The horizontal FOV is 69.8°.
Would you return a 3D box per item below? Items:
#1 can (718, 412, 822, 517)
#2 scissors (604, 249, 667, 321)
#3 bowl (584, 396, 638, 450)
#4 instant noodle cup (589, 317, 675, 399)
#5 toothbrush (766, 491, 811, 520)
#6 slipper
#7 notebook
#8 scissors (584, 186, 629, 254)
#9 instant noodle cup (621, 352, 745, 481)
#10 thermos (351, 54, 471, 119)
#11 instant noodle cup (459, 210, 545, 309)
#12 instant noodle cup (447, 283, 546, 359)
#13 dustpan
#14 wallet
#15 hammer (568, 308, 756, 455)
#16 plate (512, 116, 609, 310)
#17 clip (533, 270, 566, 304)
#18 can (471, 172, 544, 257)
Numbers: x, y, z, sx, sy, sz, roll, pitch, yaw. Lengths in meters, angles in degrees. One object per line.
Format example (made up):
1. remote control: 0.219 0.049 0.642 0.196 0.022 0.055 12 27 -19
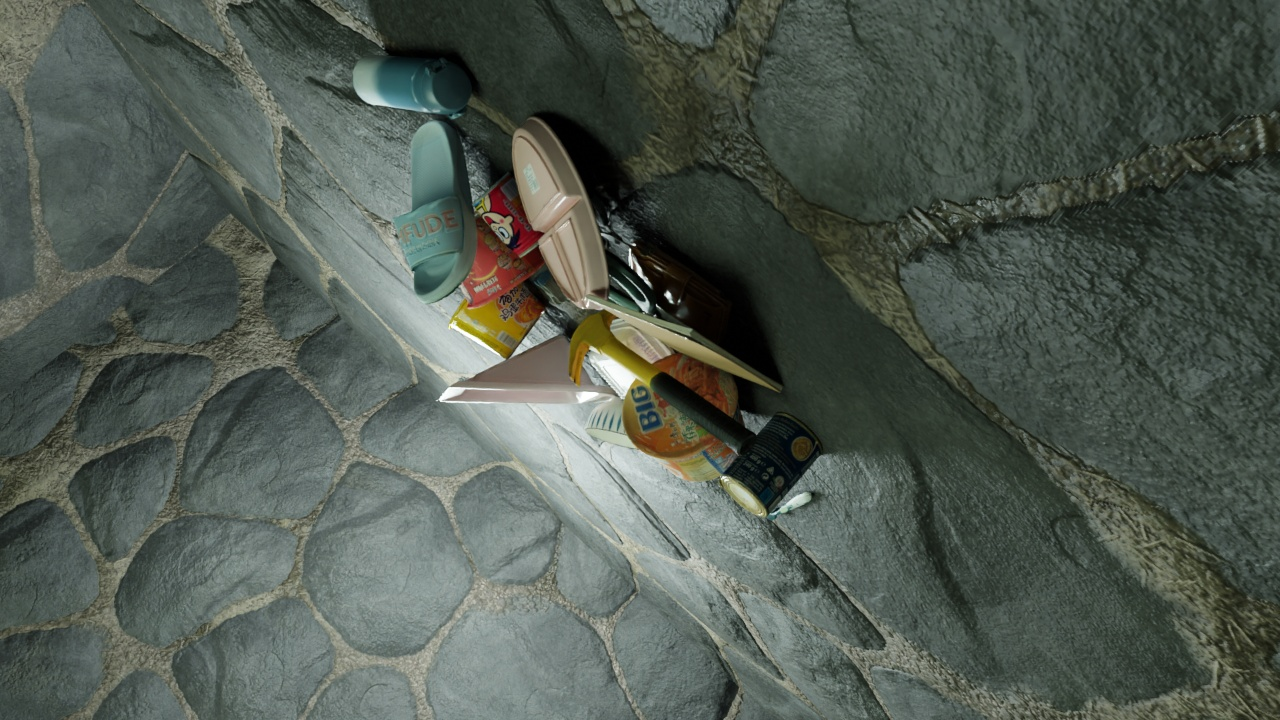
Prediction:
1. can: 0.158 0.128 1.119 0.075 0.111 0.075 39 161 16
2. scissors: -0.020 -0.078 1.086 0.181 0.019 0.170 19 160 51
3. bowl: -0.027 0.099 1.495 0.116 0.066 0.116 14 166 3
4. instant noodle cup: -0.008 0.008 1.299 0.138 0.060 0.174 49 160 -12
5. toothbrush: 0.216 0.210 1.330 0.016 0.018 0.192 43 160 6
6. slipper: -0.274 -0.198 1.199 0.104 0.245 0.074 -10 170 35
7. notebook: 0.052 -0.018 1.026 0.150 0.012 0.211 22 176 38
8. scissors: -0.032 -0.143 1.072 0.159 0.014 0.176 20 153 42
9. instant noodle cup: 0.065 0.080 1.177 0.151 0.151 0.111 32 166 34
10. thermos: -0.281 -0.337 1.124 0.221 0.070 0.070 24 153 47
11. instant noodle cup: -0.215 -0.153 1.290 0.108 0.137 0.138 57 159 -17
12. instant noodle cup: -0.226 -0.076 1.484 0.110 0.137 0.138 37 163 -5
13. dustpan: -0.179 0.059 1.509 0.139 0.273 0.223 63 165 0
14. wallet: 0.043 -0.081 1.031 0.131 0.035 0.119 34 165 13
15. hammer: 0.022 0.027 1.136 0.301 0.128 0.033 35 169 35
16. plate: -0.095 -0.161 1.040 0.229 0.028 0.230 59 163 29
17. clip: -0.133 -0.108 1.374 0.058 0.026 0.041 47 155 -19
18. can: -0.165 -0.188 1.195 0.094 0.066 0.067 49 161 -15
